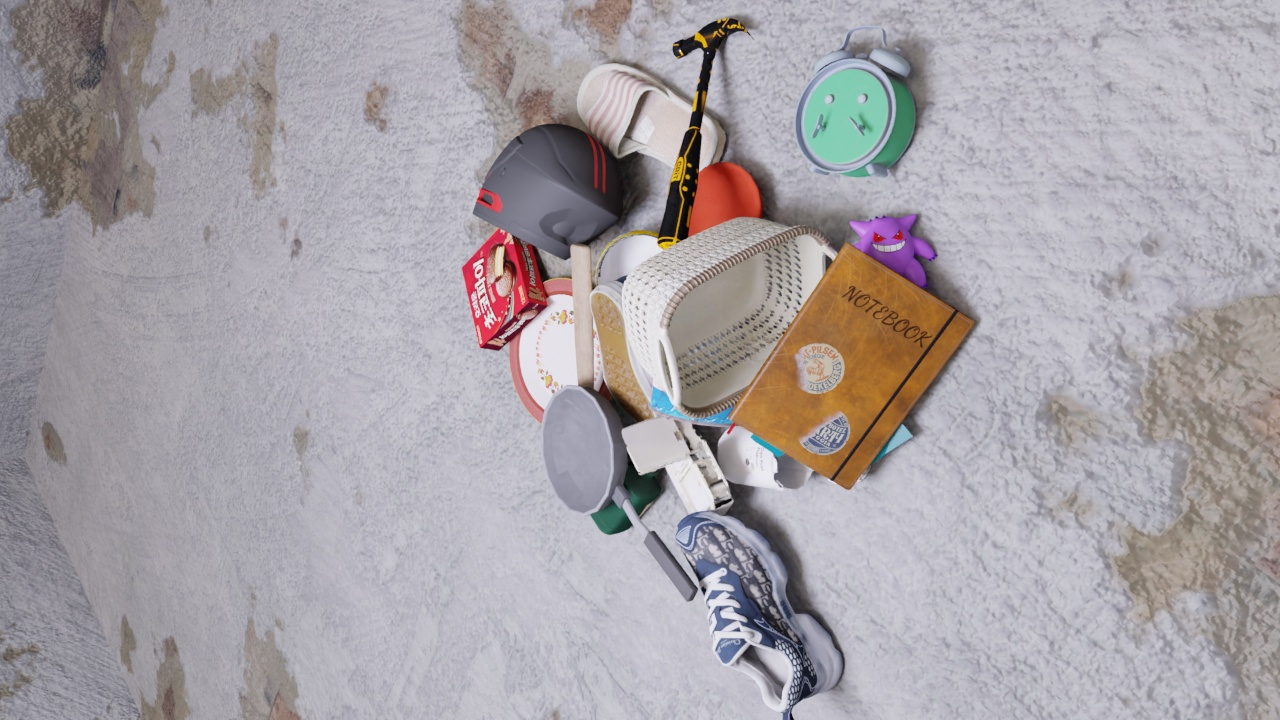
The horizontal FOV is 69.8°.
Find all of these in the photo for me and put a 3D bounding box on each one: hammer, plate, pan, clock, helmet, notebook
[{"bbox_3d":[-0.078,0.002,1.269,0.119,0.030,0.332,13,119,29],"label":"hammer"},{"bbox_3d":[0.068,-0.278,1.118,0.123,0.036,0.320,-6,66,41],"label":"hammer"},{"bbox_3d":[-0.112,-0.008,1.368,0.230,0.021,0.230,3,95,40],"label":"plate"},{"bbox_3d":[-0.027,0.172,1.192,0.357,0.041,0.179,48,129,39],"label":"pan"},{"bbox_3d":[0.238,-0.287,1.016,0.122,0.075,0.161,13,100,39],"label":"clock"},{"bbox_3d":[-0.119,-0.239,1.264,0.265,0.164,0.170,34,98,54],"label":"helmet"},{"bbox_3d":[0.230,0.022,1.008,0.178,0.014,0.250,31,107,-3],"label":"notebook"}]

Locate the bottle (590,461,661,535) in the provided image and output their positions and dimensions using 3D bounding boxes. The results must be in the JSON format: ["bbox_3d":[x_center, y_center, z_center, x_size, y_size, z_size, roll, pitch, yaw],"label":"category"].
[{"bbox_3d":[-0.014,0.178,1.267,0.061,0.061,0.132,54,126,25],"label":"bottle"}]

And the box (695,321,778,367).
[{"bbox_3d":[0.128,-0.019,1.167,0.210,0.049,0.066,29,92,33],"label":"box"}]

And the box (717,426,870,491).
[{"bbox_3d":[0.181,0.114,1.098,0.163,0.112,0.084,3,91,54],"label":"box"}]

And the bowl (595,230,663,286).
[{"bbox_3d":[0.000,-0.120,1.222,0.117,0.067,0.117,0,113,1],"label":"bowl"}]

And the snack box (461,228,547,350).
[{"bbox_3d":[-0.212,-0.115,1.416,0.133,0.035,0.152,-38,57,36],"label":"snack box"}]

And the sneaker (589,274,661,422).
[{"bbox_3d":[-0.002,-0.015,1.203,0.087,0.079,0.236,21,139,39],"label":"sneaker"}]

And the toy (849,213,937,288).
[{"bbox_3d":[0.271,-0.118,1.012,0.106,0.056,0.088,-5,92,6],"label":"toy"}]

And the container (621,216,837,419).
[{"bbox_3d":[0.099,-0.059,1.044,0.143,0.245,0.185,38,147,47],"label":"container"}]

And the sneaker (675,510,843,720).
[{"bbox_3d":[0.122,0.306,1.087,0.103,0.132,0.269,-42,82,35],"label":"sneaker"}]

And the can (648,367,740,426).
[{"bbox_3d":[0.077,0.044,1.139,0.130,0.129,0.044,15,103,39],"label":"can"}]

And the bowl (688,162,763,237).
[{"bbox_3d":[0.109,-0.187,1.159,0.122,0.035,0.122,3,95,40],"label":"bowl"}]

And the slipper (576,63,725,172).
[{"bbox_3d":[0.001,-0.322,1.231,0.263,0.052,0.115,36,114,33],"label":"slipper"}]

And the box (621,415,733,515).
[{"bbox_3d":[0.047,0.133,1.154,0.095,0.186,0.145,-27,69,-1],"label":"box"}]
